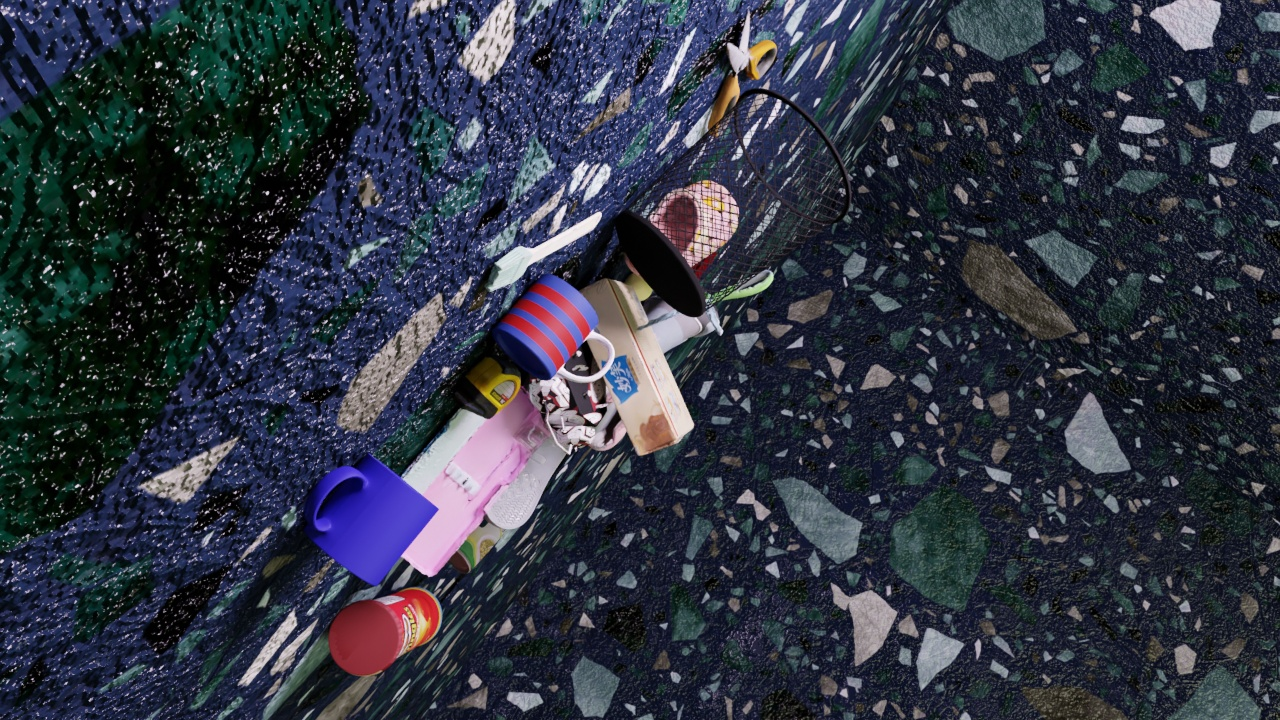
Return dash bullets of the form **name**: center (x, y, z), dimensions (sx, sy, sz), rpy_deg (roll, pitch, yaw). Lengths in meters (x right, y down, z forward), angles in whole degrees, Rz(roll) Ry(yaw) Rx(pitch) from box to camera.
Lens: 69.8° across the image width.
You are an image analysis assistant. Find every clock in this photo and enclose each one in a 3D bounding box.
- **clock**: center (-0.077, 0.037, 1.052), dimensions (0.065, 0.115, 0.154), rpy_deg (-14, -141, 19)

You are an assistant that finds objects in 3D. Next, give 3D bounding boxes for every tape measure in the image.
- **tape measure**: center (-0.154, 0.025, 0.933), dimensions (0.064, 0.037, 0.065), rpy_deg (-48, 159, 2)

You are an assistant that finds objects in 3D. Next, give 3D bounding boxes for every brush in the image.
- **brush**: center (-0.084, -0.108, 0.867), dimensions (0.033, 0.012, 0.217), rpy_deg (-58, 172, 31)

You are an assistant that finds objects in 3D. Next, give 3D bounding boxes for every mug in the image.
- **mug**: center (-0.080, -0.020, 0.905), dimensions (0.076, 0.112, 0.075), rpy_deg (-51, -173, -19)
- **mug**: center (-0.239, 0.130, 0.788), dimensions (0.083, 0.079, 0.111), rpy_deg (-52, 144, -14)

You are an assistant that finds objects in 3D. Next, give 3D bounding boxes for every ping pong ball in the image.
- **ping pong ball**: center (-0.003, -0.102, 1.269), dimensions (0.040, 0.040, 0.040), rpy_deg (-52, 172, -10)

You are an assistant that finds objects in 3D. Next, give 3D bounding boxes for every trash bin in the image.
- **trash bin**: center (0.097, -0.168, 1.038), dimensions (0.210, 0.184, 0.184), rpy_deg (-40, 169, -13)

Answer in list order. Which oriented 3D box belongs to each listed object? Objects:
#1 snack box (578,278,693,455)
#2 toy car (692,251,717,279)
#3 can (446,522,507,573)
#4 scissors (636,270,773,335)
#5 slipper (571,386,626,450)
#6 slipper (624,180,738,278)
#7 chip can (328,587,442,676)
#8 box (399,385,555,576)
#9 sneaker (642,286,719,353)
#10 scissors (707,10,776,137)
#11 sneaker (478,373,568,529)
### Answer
- **snack box**: center (-0.007, 0.007, 1.128), dimensions (0.055, 0.207, 0.153), rpy_deg (-24, 177, 10)
- **toy car**: center (0.046, -0.141, 1.280), dimensions (0.070, 0.062, 0.170), rpy_deg (-52, -166, -4)
- **can**: center (-0.231, 0.239, 1.315), dimensions (0.120, 0.067, 0.067), rpy_deg (-48, 170, -36)
- **scissors**: center (0.075, -0.070, 1.080), dimensions (0.171, 0.021, 0.172), rpy_deg (-21, -146, 0)
- **slipper**: center (-0.036, 0.075, 1.317), dimensions (0.114, 0.054, 0.273), rpy_deg (-61, 165, 25)
- **slipper**: center (0.059, -0.175, 1.158), dimensions (0.196, 0.093, 0.082), rpy_deg (-46, 161, -35)
- **chip can**: center (-0.319, 0.340, 1.172), dimensions (0.087, 0.087, 0.213), rpy_deg (-53, 173, -6)
- **box**: center (-0.204, 0.113, 1.015), dimensions (0.230, 0.062, 0.161), rpy_deg (-51, 144, -15)
- **sneaker**: center (0.012, -0.040, 1.413), dimensions (0.160, 0.093, 0.257), rpy_deg (-36, -175, -16)
- **scissors**: center (0.121, -0.341, 1.043), dimensions (0.175, 0.016, 0.225), rpy_deg (-52, 172, -14)
- **sneaker**: center (-0.146, 0.100, 1.144), dimensions (0.087, 0.089, 0.235), rpy_deg (5, -113, 58)
